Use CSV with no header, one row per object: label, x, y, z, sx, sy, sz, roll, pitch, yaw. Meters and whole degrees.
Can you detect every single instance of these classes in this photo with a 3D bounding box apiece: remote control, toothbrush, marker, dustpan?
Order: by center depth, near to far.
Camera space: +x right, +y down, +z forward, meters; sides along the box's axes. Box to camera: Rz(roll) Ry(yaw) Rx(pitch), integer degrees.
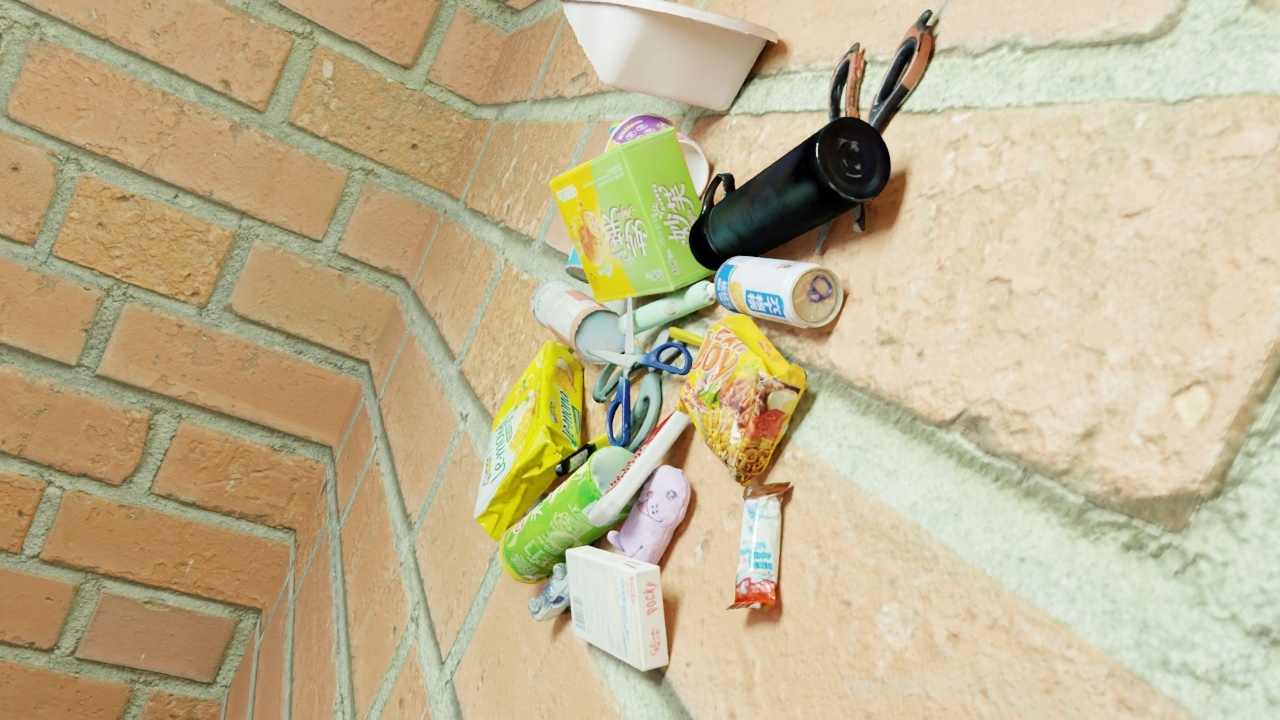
remote control,-0.001,0.099,0.864,0.135,0.020,0.056,-49,2,-31
toothbrush,0.072,-0.009,0.877,0.190,0.015,0.016,26,100,64
toothbrush,0.050,-0.061,0.950,0.027,0.026,0.225,-35,10,-39
marker,-0.061,0.101,0.983,0.123,0.015,0.018,-27,-62,-65
dustpan,0.040,-0.399,1.060,0.139,0.222,0.273,117,147,-42

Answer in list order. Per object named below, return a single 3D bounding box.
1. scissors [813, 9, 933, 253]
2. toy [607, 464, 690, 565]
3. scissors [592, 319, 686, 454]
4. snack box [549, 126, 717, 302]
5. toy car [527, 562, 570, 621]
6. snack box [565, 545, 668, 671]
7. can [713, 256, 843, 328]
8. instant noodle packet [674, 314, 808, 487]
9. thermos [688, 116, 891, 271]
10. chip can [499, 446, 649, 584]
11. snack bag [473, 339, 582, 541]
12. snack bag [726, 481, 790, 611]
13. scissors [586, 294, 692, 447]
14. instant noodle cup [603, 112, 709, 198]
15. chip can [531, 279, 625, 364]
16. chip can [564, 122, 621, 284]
scissors,0.192,-0.203,0.798,0.227,0.015,0.189,-60,24,20
toy,0.011,0.145,0.849,0.108,0.039,0.084,-63,34,11
scissors,-0.010,0.026,1.019,0.181,0.019,0.170,14,82,62
snack box,-0.011,-0.153,1.012,0.210,0.070,0.158,0,114,65
toy car,-0.081,0.242,0.963,0.034,0.042,0.091,49,114,27
snack box,-0.025,0.222,0.839,0.157,0.026,0.084,-7,88,62
can,0.116,-0.060,0.789,0.053,0.053,0.135,-68,23,0
instant noodle packet,0.080,0.027,0.777,0.111,0.044,0.128,-65,31,18
thermos,0.115,-0.147,0.810,0.243,0.068,0.090,-19,86,66
chip can,-0.072,0.166,0.969,0.222,0.072,0.072,-44,33,43
snack bag,-0.130,0.091,1.130,0.158,0.068,0.246,-53,18,24
snack bag,0.091,0.142,0.702,0.048,0.026,0.104,-17,54,46
scissors,-0.006,0.007,0.971,0.163,0.012,0.172,-17,65,45
instant noodle cup,0.022,-0.227,1.078,0.112,0.111,0.099,-63,31,10
chip can,-0.082,-0.053,1.181,0.071,0.071,0.215,-66,24,5
chip can,-0.035,-0.205,1.217,0.071,0.071,0.210,-6,65,64
